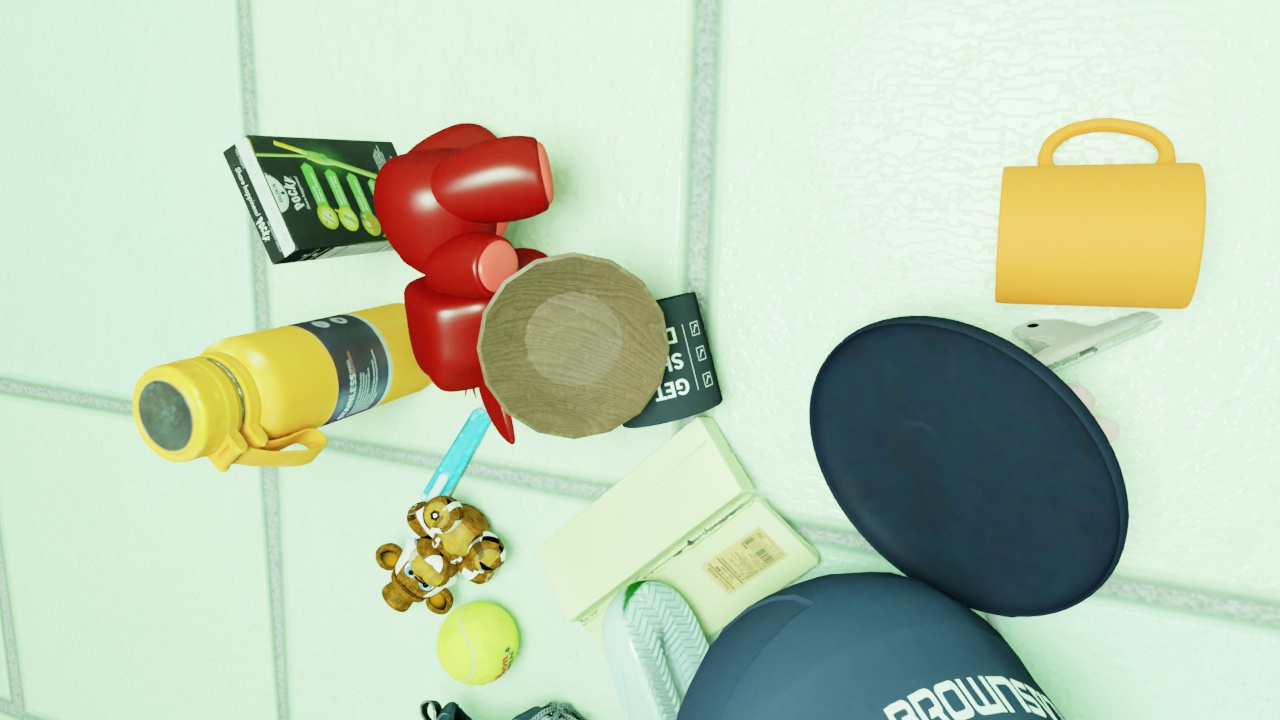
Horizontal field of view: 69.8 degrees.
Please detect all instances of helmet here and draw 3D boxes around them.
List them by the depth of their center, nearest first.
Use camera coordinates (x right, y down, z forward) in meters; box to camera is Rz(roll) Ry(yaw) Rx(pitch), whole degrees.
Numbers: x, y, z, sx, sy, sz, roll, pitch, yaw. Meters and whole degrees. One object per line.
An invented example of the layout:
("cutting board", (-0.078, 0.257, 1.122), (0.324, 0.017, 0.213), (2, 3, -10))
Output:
("helmet", (0.121, 0.256, 0.551), (0.232, 0.223, 0.272), (16, 104, -23))

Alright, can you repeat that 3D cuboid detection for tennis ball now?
("tennis ball", (-0.131, 0.227, 0.738), (0.065, 0.065, 0.065), (5, 103, 22))

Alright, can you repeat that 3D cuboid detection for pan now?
("pan", (0.213, 0.135, 0.568), (0.199, 0.021, 0.356), (1, 116, 52))

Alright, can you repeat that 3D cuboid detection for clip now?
("clip", (0.247, -0.010, 0.537), (0.054, 0.101, 0.040), (-17, 92, 69))

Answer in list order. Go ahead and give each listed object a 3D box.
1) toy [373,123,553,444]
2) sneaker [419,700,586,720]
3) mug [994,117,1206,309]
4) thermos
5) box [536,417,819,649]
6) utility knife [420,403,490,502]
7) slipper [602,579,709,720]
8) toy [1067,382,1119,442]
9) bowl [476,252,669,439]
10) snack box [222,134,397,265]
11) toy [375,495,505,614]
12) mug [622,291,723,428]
("toy", (-0.117, -0.059, 0.643), (0.158, 0.120, 0.197), (30, 128, 54))
("sneaker", (-0.064, 0.317, 0.722), (0.236, 0.089, 0.087), (6, 72, 7))
("mug", (0.252, -0.085, 0.511), (0.096, 0.077, 0.112), (4, 74, 22))
("thermos", (-0.230, 0.014, 0.644), (0.091, 0.232, 0.076), (25, 109, 16))
("box", (0.019, 0.145, 0.672), (0.188, 0.047, 0.141), (-40, 86, 25))
("utility knife", (-0.143, 0.074, 0.741), (0.022, 0.015, 0.124), (34, 110, -1))
("slipper", (0.022, 0.275, 0.645), (0.074, 0.103, 0.245), (-17, 92, 35))
("toy", (0.235, 0.052, 0.551), (0.096, 0.052, 0.099), (-41, 81, 32))
("bowl", (-0.042, -0.011, 0.575), (0.118, 0.030, 0.118), (-1, 105, -4))
("snack box", (-0.217, -0.117, 0.657), (0.025, 0.147, 0.080), (-23, 91, 25))
("toy", (-0.165, 0.160, 0.741), (0.087, 0.067, 0.113), (44, 101, -7))
("mug", (-0.004, 0.004, 0.624), (0.105, 0.071, 0.077), (-15, 95, -7))
